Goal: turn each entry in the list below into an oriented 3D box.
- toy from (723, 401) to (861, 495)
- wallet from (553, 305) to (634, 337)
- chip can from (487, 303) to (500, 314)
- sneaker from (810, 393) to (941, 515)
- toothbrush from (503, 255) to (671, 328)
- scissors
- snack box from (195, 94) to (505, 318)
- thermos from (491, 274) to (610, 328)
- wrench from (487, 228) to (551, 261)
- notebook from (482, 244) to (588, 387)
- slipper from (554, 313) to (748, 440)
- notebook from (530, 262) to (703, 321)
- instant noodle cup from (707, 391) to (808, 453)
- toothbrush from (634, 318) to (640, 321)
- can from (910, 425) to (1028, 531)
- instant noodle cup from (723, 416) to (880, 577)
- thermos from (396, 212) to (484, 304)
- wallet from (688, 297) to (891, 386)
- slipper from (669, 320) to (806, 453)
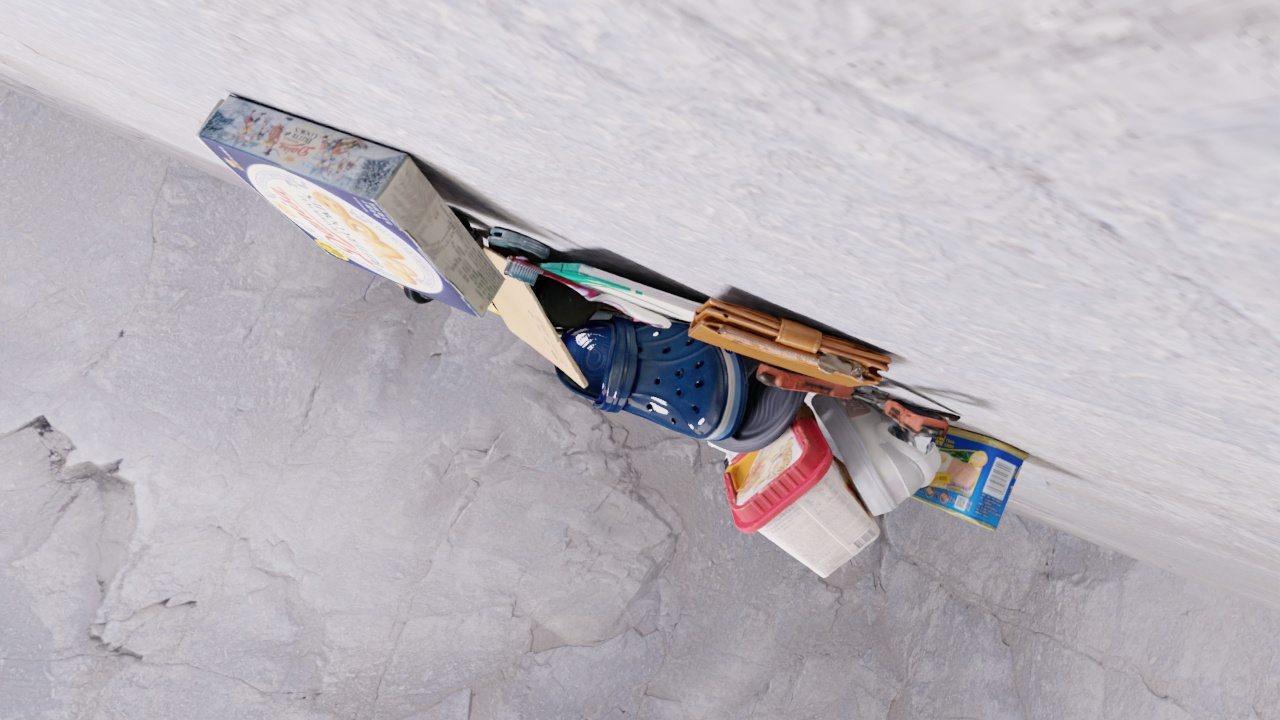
[{"bbox_3d":[0.158,0.107,1.021,0.199,0.130,0.140,65,177,-18],"label":"toy"},{"bbox_3d":[-0.060,-0.051,1.108,0.106,0.037,0.129,0,-169,0],"label":"wallet"},{"bbox_3d":[-0.257,-0.128,1.161,0.213,0.072,0.072,22,179,-20],"label":"chip can"},{"bbox_3d":[0.246,0.072,0.960,0.089,0.091,0.242,56,-171,-15],"label":"sneaker"},{"bbox_3d":[-0.039,-0.052,0.770,0.187,0.017,0.016,19,-179,-43],"label":"toothbrush"},{"bbox_3d":[0.186,0.031,0.754,0.189,0.015,0.223,16,-173,4],"label":"scissors"},{"bbox_3d":[-0.218,-0.116,0.717,0.183,0.045,0.178,21,164,23],"label":"snack box"},{"bbox_3d":[-0.099,-0.070,1.009,0.090,0.068,0.243,5,-175,-21],"label":"thermos"},{"bbox_3d":[-0.136,-0.113,0.940,0.056,0.016,0.273,23,178,-14],"label":"wrench"},{"bbox_3d":[-0.129,-0.060,0.935,0.208,0.008,0.148,33,155,57],"label":"notebook"},{"bbox_3d":[-0.005,0.005,0.899,0.095,0.105,0.253,7,-174,-44],"label":"slipper"},{"bbox_3d":[-0.008,-0.059,0.799,0.150,0.012,0.209,18,-179,-18],"label":"notebook"},{"bbox_3d":[0.141,0.064,1.130,0.111,0.120,0.111,23,179,0],"label":"instant noodle cup"},{"bbox_3d":[-0.012,-0.055,1.219,0.189,0.014,0.017,22,-169,38],"label":"toothbrush"},{"bbox_3d":[0.331,0.117,0.935,0.057,0.083,0.102,23,179,-23],"label":"can"},{"bbox_3d":[0.161,0.137,0.904,0.124,0.117,0.116,44,-167,-16],"label":"instant noodle cup"},{"bbox_3d":[-0.229,-0.119,0.867,0.143,0.093,0.093,31,-179,13],"label":"thermos"},{"bbox_3d":[0.102,-0.012,0.658,0.132,0.031,0.108,17,177,-1],"label":"wallet"},{"bbox_3d":[0.052,0.014,0.962,0.083,0.110,0.268,28,178,-40],"label":"slipper"}]
